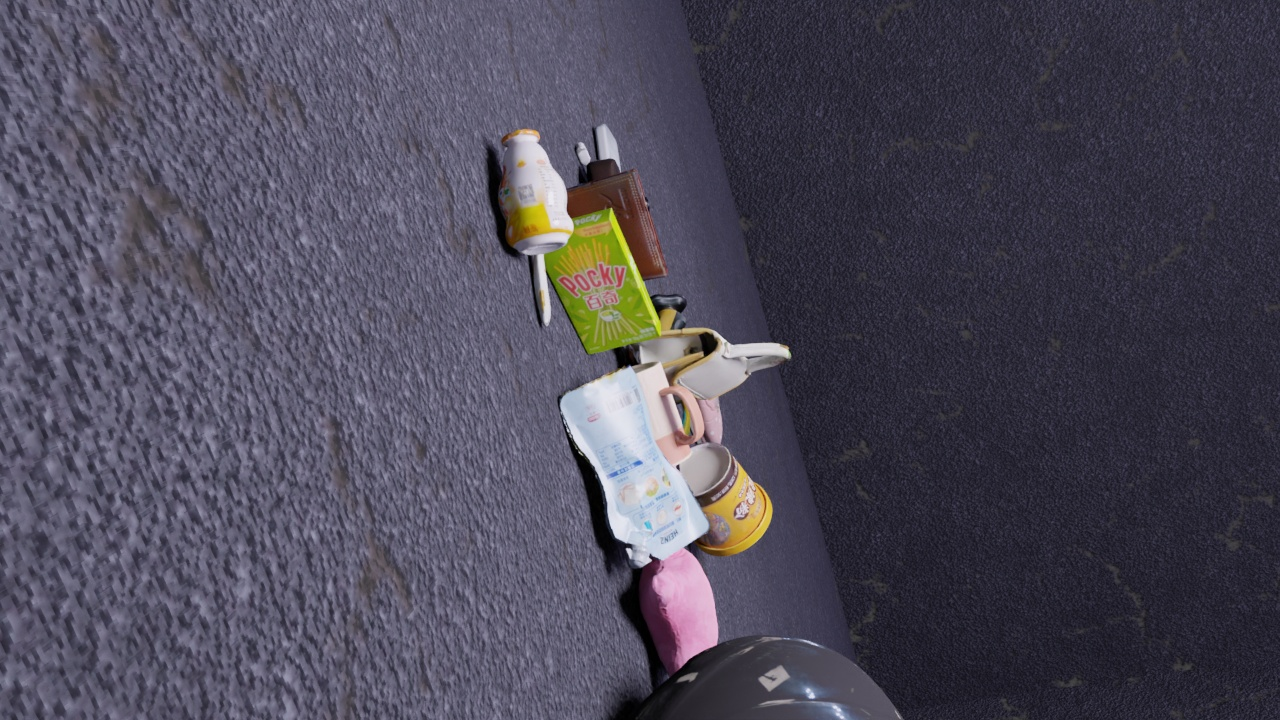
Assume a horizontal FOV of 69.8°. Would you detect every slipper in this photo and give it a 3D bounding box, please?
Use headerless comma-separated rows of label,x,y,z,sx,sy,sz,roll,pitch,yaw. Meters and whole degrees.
slipper,0.092,0.037,1.446,0.114,0.054,0.274,-81,153,-59

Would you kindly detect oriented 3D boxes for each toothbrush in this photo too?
toothbrush,-0.047,-0.211,1.214,0.016,0.016,0.180,-98,166,-47
toothbrush,-0.105,-0.124,0.890,0.016,0.018,0.191,29,51,-69
toothbrush,-0.011,0.142,0.983,0.027,0.026,0.212,66,15,9

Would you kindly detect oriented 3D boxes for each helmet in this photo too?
helmet,0.114,0.352,0.797,0.273,0.234,0.230,-29,90,-35

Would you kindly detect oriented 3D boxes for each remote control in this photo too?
remote control,-0.042,-0.260,1.272,0.056,0.020,0.135,44,35,-64

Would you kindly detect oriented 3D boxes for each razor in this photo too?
razor,0.058,0.087,1.326,0.132,0.028,0.043,-85,161,-49
razor,0.026,-0.040,1.285,0.067,0.062,0.167,40,31,-13

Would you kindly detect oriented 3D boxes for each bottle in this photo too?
bottle,-0.099,-0.153,0.835,0.063,0.063,0.108,11,66,-75
bottle,-0.037,-0.156,1.115,0.080,0.044,0.194,76,6,-54

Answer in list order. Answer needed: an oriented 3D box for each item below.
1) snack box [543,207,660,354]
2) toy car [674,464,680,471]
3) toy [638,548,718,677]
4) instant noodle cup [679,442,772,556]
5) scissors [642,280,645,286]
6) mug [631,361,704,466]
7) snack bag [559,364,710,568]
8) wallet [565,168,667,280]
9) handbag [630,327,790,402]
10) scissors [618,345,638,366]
snack box,-0.042,-0.078,0.945,0.026,0.086,0.156,-87,159,-48
toy car,0.035,0.143,1.134,0.056,0.037,0.122,61,24,-74
toy,0.043,0.264,0.981,0.178,0.075,0.195,-77,154,-67
instant noodle cup,0.100,0.179,1.223,0.114,0.119,0.118,57,22,-33
scissors,-0.002,-0.096,1.170,0.170,0.019,0.171,85,-2,-52
mug,0.012,0.060,0.974,0.081,0.115,0.106,-26,101,-51
snack bag,-0.006,0.105,0.902,0.110,0.039,0.191,-26,94,-47
wallet,-0.033,-0.140,1.010,0.032,0.101,0.124,-66,141,-65
handbag,0.089,0.005,1.114,0.163,0.179,0.063,30,53,-66
scissors,-0.007,0.017,1.131,0.221,0.022,0.227,53,27,-60
